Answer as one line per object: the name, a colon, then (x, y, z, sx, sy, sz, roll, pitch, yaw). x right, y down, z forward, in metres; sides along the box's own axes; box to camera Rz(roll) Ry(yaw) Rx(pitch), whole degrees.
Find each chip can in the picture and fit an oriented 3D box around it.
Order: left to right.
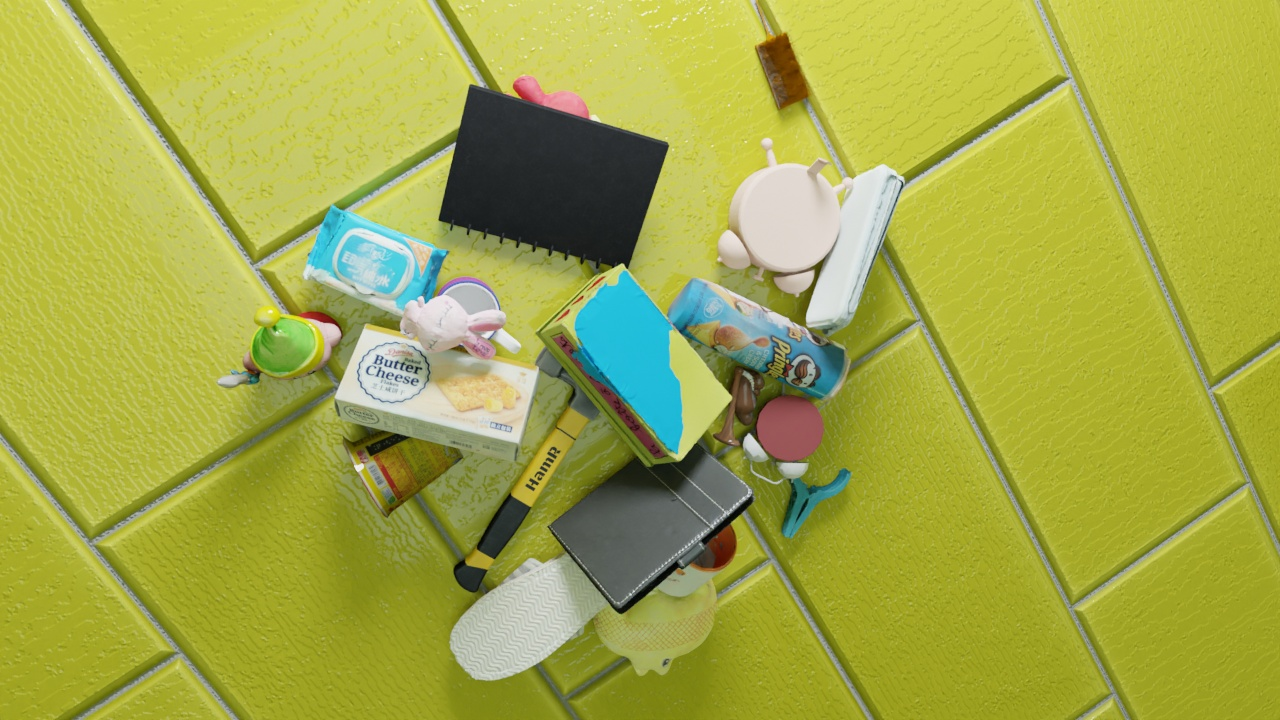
chip can: (0.147, -0.028, 1.138, 0.229, 0.080, 0.080, 25, 93, -13)

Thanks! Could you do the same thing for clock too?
clock: (0.184, 0.095, 1.168, 0.087, 0.044, 0.124, 26, 89, 5)
clock: (0.178, -0.171, 1.121, 0.131, 0.086, 0.160, 22, 100, -14)

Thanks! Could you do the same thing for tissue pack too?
tissue pack: (-0.301, -0.109, 1.041, 0.144, 0.061, 0.093, 21, 95, -14)

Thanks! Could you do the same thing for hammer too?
hammer: (-0.127, 0.150, 1.136, 0.170, 0.034, 0.324, 33, 93, -16)

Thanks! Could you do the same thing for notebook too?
notebook: (-0.102, -0.202, 1.060, 0.231, 0.019, 0.169, 13, 116, -13)
notebook: (0.013, 0.183, 1.090, 0.208, 0.169, 0.029, -39, 136, -11)

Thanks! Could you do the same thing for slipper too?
slipper: (-0.110, 0.295, 1.134, 0.273, 0.054, 0.114, -33, 81, 3)

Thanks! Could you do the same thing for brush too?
brush: (0.167, -0.373, 1.115, 0.048, 0.017, 0.126, -25, 103, -7)

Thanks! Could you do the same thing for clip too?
clip: (0.231, 0.168, 1.214, 0.118, 0.033, 0.120, -12, 101, -13)

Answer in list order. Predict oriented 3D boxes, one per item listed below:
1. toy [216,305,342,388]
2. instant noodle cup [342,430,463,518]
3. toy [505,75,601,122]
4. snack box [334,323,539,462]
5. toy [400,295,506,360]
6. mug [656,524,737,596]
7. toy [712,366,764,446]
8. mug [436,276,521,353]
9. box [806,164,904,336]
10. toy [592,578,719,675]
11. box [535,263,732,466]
toy: (-0.395, -0.019, 1.000, 0.124, 0.131, 0.097, -20, 107, -7)
instant noodle cup: (-0.271, 0.114, 1.072, 0.112, 0.100, 0.100, -29, 104, -15)
toy: (-0.102, -0.271, 1.063, 0.135, 0.045, 0.092, 33, 97, -19)
snack box: (-0.227, 0.036, 1.040, 0.208, 0.058, 0.104, 14, 58, -3)
toy: (-0.205, -0.036, 1.000, 0.110, 0.047, 0.063, 10, 105, -16)
mug: (0.062, 0.237, 1.135, 0.082, 0.106, 0.082, 10, 56, -16)
toy: (0.127, 0.053, 1.163, 0.054, 0.042, 0.102, -11, 116, -49)
mug: (-0.187, -0.047, 1.066, 0.112, 0.076, 0.075, 37, 90, -15)
box: (0.257, -0.133, 1.119, 0.063, 0.118, 0.213, 25, 83, -4)
toy: (0.020, 0.326, 1.178, 0.170, 0.065, 0.154, 4, 83, -15)
box: (-0.007, 0.006, 1.093, 0.221, 0.079, 0.124, 48, 61, -13)
